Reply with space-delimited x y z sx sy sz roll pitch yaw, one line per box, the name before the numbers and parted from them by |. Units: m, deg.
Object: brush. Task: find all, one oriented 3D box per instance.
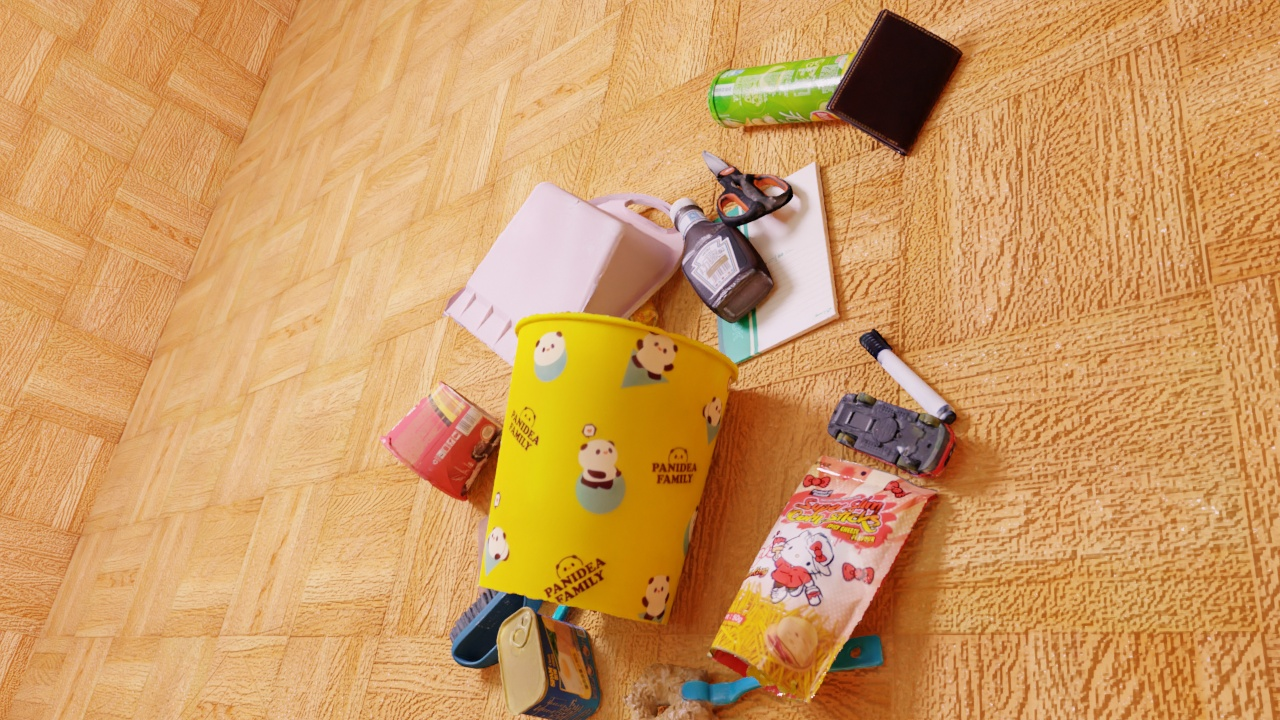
brush | 0.088 0.278 0.785 0.255 0.046 0.083 -27 39 27
brush | -0.158 0.294 1.024 0.144 0.055 0.073 -47 39 14

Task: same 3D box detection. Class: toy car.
toy car | 0.215 0.063 0.781 0.121 0.045 0.053 23 86 56

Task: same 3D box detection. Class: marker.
marker | 0.236 0.013 0.813 0.023 0.018 0.130 -63 35 23

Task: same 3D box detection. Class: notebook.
notebook | 0.140 -0.103 0.997 0.151 0.012 0.208 -27 49 35

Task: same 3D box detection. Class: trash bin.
trash bin | -0.039 0.111 0.896 0.230 0.229 0.255 -3 70 46

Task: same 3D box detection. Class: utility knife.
utility knife | -0.093 0.286 0.991 0.171 0.013 0.029 -61 4 0

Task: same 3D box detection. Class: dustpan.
dustpan | -0.073 -0.100 1.126 0.222 0.138 0.273 38 99 37

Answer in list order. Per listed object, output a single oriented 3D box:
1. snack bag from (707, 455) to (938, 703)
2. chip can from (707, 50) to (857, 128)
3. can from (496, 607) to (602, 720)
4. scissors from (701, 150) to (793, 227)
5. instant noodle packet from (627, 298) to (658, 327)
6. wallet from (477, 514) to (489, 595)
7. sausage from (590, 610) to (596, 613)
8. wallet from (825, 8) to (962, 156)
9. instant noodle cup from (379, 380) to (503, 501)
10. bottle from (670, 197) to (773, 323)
snack bag | 0.145 0.173 0.758 0.129 0.073 0.207 9 56 50
chip can | 0.171 -0.305 1.044 0.222 0.072 0.072 13 76 49
can | -0.091 0.309 0.921 0.057 0.083 0.102 -40 42 21
scissors | 0.093 -0.207 1.070 0.124 0.022 0.235 -36 33 -16
instant noodle packet | -0.039 -0.063 1.117 0.111 0.044 0.128 -22 48 4
wallet | -0.157 0.217 1.104 0.101 0.020 0.115 -38 41 22
sausage | -0.041 0.195 0.992 0.020 0.020 0.155 -17 55 40
wallet | 0.258 -0.283 0.931 0.122 0.096 0.020 -60 -1 -3
instant noodle cup | -0.248 0.101 1.194 0.108 0.138 0.138 -52 38 -6
bottle | 0.080 -0.123 1.031 0.080 0.044 0.194 -43 40 15
